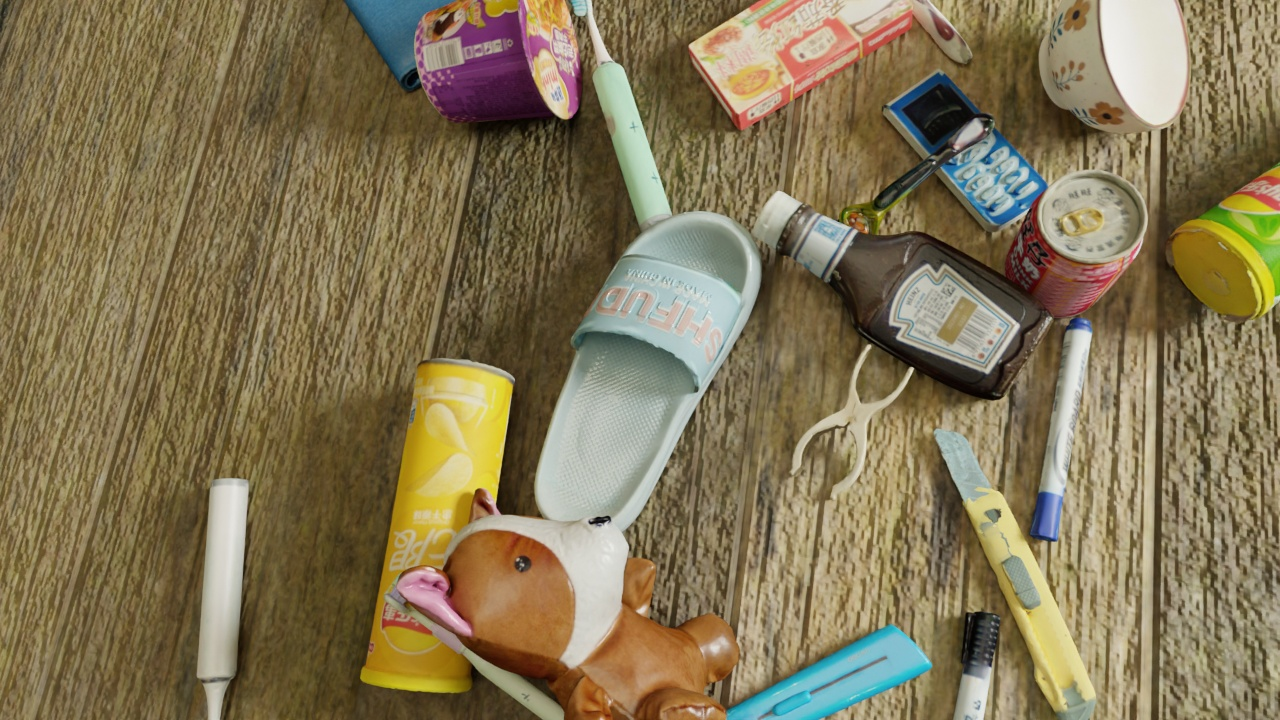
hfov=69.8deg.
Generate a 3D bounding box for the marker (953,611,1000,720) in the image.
[{"bbox_3d":[0.194,0.215,0.550,0.023,0.018,0.130,11,76,23],"label":"marker"}]

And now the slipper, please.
[{"bbox_3d":[-0.004,0.004,0.622,0.104,0.074,0.245,22,81,18],"label":"slipper"}]

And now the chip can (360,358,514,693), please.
[{"bbox_3d":[-0.133,0.109,0.619,0.072,0.072,0.213,4,75,13],"label":"chip can"}]

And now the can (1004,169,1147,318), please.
[{"bbox_3d":[0.271,-0.071,0.575,0.066,0.094,0.066,-3,74,10],"label":"can"}]

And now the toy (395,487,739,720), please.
[{"bbox_3d":[-0.037,0.154,0.545,0.199,0.140,0.131,33,104,4],"label":"toy"}]

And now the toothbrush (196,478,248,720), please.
[{"bbox_3d":[-0.300,0.195,0.654,0.026,0.026,0.220,3,72,-23],"label":"toothbrush"}]

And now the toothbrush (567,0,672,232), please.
[{"bbox_3d":[-0.017,-0.196,0.706,0.027,0.027,0.224,-9,70,-22],"label":"toothbrush"}]

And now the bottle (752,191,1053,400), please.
[{"bbox_3d":[0.165,-0.050,0.606,0.195,0.044,0.080,32,96,13],"label":"bottle"}]

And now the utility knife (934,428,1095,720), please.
[{"bbox_3d":[0.231,0.130,0.571,0.031,0.020,0.194,-20,67,-1],"label":"utility knife"}]

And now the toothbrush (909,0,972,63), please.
[{"bbox_3d":[0.194,-0.294,0.695,0.016,0.017,0.187,-31,70,2],"label":"toothbrush"}]

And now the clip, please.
[{"bbox_3d":[0.146,0.049,0.593,0.104,0.034,0.081,-45,73,3],"label":"clip"}]

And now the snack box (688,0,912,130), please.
[{"bbox_3d":[0.120,-0.244,0.692,0.153,0.025,0.075,-31,70,2],"label":"snack box"}]

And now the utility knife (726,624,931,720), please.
[{"bbox_3d":[0.081,0.222,0.572,0.207,0.018,0.034,-28,71,4],"label":"utility knife"}]

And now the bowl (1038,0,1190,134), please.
[{"bbox_3d":[0.309,-0.202,0.612,0.062,0.113,0.113,-8,66,54],"label":"bowl"}]

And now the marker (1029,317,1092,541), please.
[{"bbox_3d":[0.269,0.042,0.584,0.017,0.017,0.145,12,77,15],"label":"marker"}]

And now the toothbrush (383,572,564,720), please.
[{"bbox_3d":[-0.080,0.198,0.570,0.189,0.029,0.020,42,117,-9],"label":"toothbrush"}]

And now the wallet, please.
[{"bbox_3d":[-0.188,-0.304,0.768,0.106,0.040,0.133,-36,71,5],"label":"wallet"}]

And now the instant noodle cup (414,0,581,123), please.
[{"bbox_3d":[-0.109,-0.232,0.699,0.099,0.111,0.111,-6,73,20],"label":"instant noodle cup"}]

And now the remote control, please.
[{"bbox_3d":[0.226,-0.147,0.643,0.049,0.024,0.125,-34,72,1],"label":"remote control"}]

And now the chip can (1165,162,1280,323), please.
[{"bbox_3d":[0.441,-0.113,0.564,0.221,0.072,0.072,-34,71,1],"label":"chip can"}]

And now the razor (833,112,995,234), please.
[{"bbox_3d":[0.183,-0.119,0.629,0.143,0.022,0.042,-40,73,14],"label":"razor"}]
